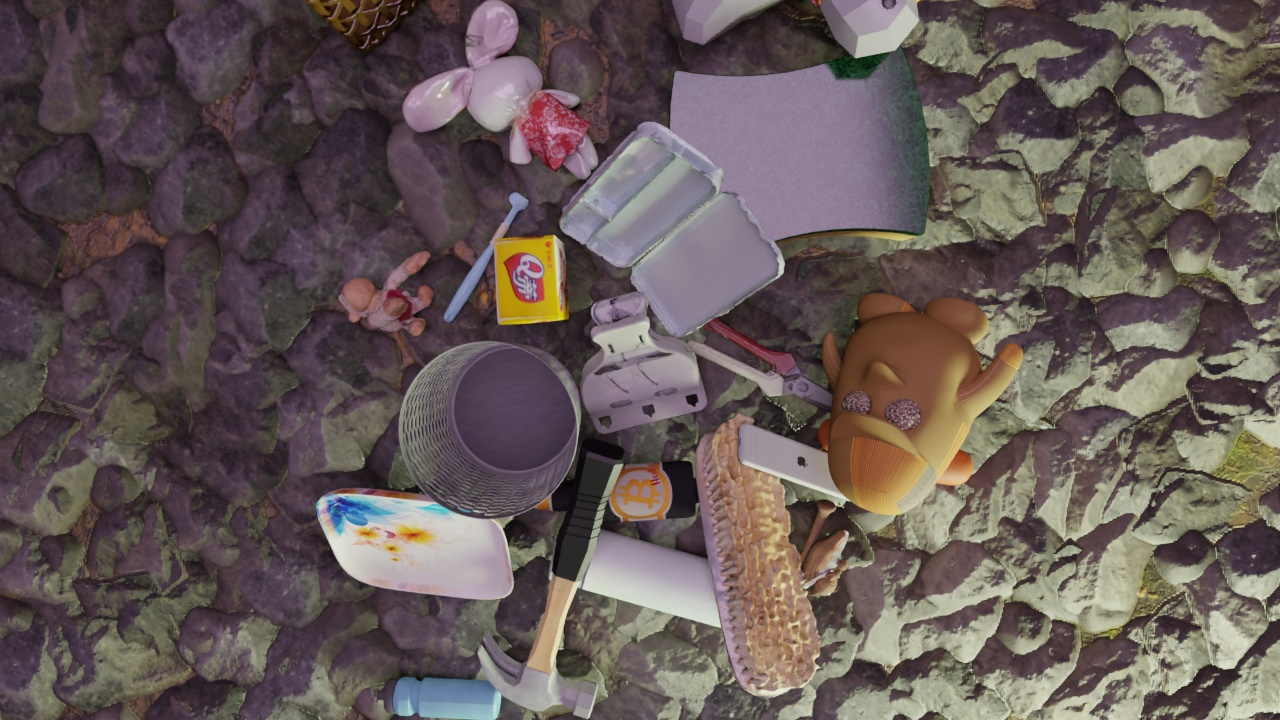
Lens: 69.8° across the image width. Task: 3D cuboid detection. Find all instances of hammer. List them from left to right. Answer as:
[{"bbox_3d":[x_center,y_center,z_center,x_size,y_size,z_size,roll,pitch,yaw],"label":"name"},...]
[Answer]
[{"bbox_3d":[-0.075,0.221,0.909,0.131,0.039,0.329,17,117,1],"label":"hammer"}]

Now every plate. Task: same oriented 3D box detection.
[{"bbox_3d":[-0.221,0.184,0.923,0.187,0.187,0.016,6,49,4],"label":"plate"}]

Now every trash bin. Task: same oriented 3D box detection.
[{"bbox_3d":[-0.133,0.057,0.890,0.156,0.183,0.156,0,93,0],"label":"trash bin"}]

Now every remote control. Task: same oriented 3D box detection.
[{"bbox_3d":[0.161,0.105,0.940,0.146,0.008,0.045,21,55,-23],"label":"remote control"}]

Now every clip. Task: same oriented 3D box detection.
[{"bbox_3d":[-0.006,0.005,0.942,0.125,0.074,0.144,-16,118,4],"label":"clip"}]

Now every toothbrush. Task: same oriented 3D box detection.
[{"bbox_3d":[-0.165,-0.107,0.965,0.022,0.016,0.155,30,95,-34],"label":"toothbrush"}]

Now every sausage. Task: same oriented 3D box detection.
[{"bbox_3d":[0.266,0.097,0.958,0.164,0.044,0.039,15,128,0],"label":"sausage"}]

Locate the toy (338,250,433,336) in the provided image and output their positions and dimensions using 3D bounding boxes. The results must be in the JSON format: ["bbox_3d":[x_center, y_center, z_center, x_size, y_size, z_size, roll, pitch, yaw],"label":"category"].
[{"bbox_3d":[-0.265,-0.069,0.948,0.106,0.074,0.085,2,61,20],"label":"toy"}]

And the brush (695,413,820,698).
[{"bbox_3d":[0.112,0.190,0.910,0.083,0.057,0.271,2,66,-26],"label":"brush"}]

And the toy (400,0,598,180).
[{"bbox_3d":[-0.122,-0.256,0.924,0.194,0.084,0.159,34,85,-8],"label":"toy"}]

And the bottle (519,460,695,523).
[{"bbox_3d":[-0.035,0.139,0.955,0.181,0.059,0.059,-4,93,1],"label":"bottle"}]

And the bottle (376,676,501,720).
[{"bbox_3d":[-0.216,0.360,0.980,0.130,0.040,0.040,3,93,0],"label":"bottle"}]

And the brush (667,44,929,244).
[{"bbox_3d":[0.154,-0.203,0.925,0.250,0.075,0.195,-9,93,1],"label":"brush"}]

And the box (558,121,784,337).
[{"bbox_3d":[0.027,-0.119,0.877,0.192,0.210,0.061,39,60,-9],"label":"box"}]

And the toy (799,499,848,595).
[{"bbox_3d":[0.193,0.203,0.967,0.055,0.041,0.102,26,102,21],"label":"toy"}]

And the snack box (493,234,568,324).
[{"bbox_3d":[-0.108,-0.079,0.920,0.061,0.105,0.083,-3,93,1],"label":"snack box"}]

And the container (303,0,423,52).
[{"bbox_3d":[-0.270,-0.474,0.845,0.251,0.214,0.219,-43,92,3],"label":"container"}]

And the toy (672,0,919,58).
[{"bbox_3d":[0.143,-0.383,0.869,0.247,0.140,0.267,-28,77,17],"label":"toy"}]

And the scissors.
[{"bbox_3d":[0.144,0.007,0.969,0.188,0.015,0.146,-5,93,-1],"label":"scissors"}]

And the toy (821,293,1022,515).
[{"bbox_3d":[0.243,0.045,0.877,0.199,0.162,0.203,7,65,38],"label":"toy"}]

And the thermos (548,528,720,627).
[{"bbox_3d":[0.021,0.227,0.957,0.230,0.068,0.068,16,93,-1],"label":"thermos"}]
